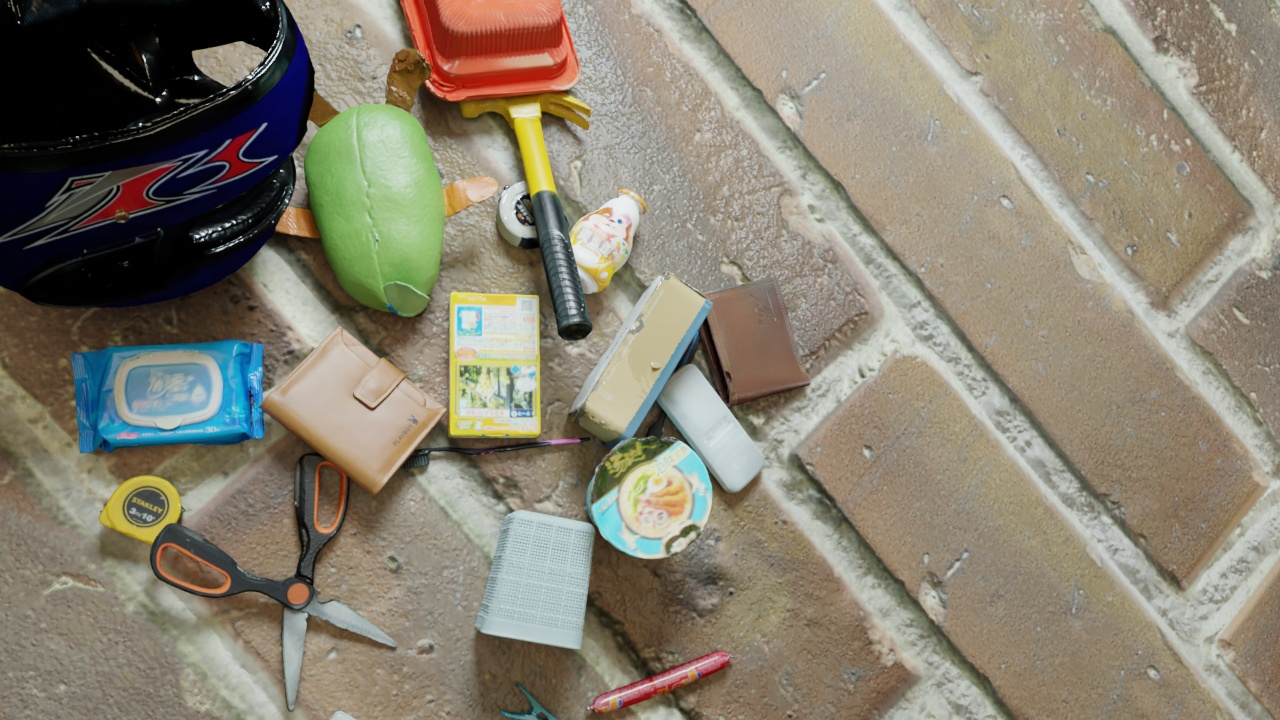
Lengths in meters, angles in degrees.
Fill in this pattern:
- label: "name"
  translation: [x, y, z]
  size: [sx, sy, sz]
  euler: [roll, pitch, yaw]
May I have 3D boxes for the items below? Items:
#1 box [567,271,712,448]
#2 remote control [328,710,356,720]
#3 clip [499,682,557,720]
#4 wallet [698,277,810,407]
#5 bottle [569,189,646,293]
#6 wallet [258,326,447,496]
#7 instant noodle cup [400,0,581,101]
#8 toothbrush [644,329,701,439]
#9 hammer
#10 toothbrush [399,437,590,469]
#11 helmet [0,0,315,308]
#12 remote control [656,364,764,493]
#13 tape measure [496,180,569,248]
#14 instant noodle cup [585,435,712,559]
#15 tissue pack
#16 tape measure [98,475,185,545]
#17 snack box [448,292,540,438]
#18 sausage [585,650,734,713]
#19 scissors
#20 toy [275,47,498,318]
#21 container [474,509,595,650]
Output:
- label: "box"
  translation: [-0.005, 0.005, 0.898]
  size: [0.061, 0.090, 0.184]
  euler: [32, 77, -8]
- label: "remote control"
  translation: [-0.225, 0.375, 0.817]
  size: [0.150, 0.021, 0.058]
  euler: [34, 75, -6]
- label: "clip"
  translation: [-0.101, 0.328, 0.859]
  size: [0.054, 0.013, 0.034]
  euler: [34, 76, -5]
- label: "wallet"
  translation: [0.117, -0.021, 0.959]
  size: [0.101, 0.032, 0.124]
  euler: [-16, 88, -24]
- label: "bottle"
  translation: [-0.037, -0.122, 0.922]
  size: [0.063, 0.063, 0.108]
  euler: [37, 74, -6]
- label: "wallet"
  translation: [-0.261, 0.045, 0.844]
  size: [0.132, 0.031, 0.107]
  euler: [40, 60, -5]
- label: "instant noodle cup"
  translation: [-0.150, -0.354, 0.913]
  size: [0.164, 0.079, 0.188]
  euler: [-13, 75, -18]
- label: "toothbrush"
  translation: [0.042, 0.009, 0.949]
  size: [0.014, 0.016, 0.189]
  euler: [26, 73, -7]
- label: "hammer"
  translation: [-0.091, -0.154, 0.883]
  size: [0.128, 0.033, 0.300]
  euler: [-8, 63, -13]
- label: "toothbrush"
  translation: [-0.140, 0.088, 0.889]
  size: [0.189, 0.014, 0.018]
  euler: [-4, 92, -15]
- label: "helmet"
  translation: [-0.405, -0.166, 0.741]
  size: [0.315, 0.241, 0.247]
  euler: [-10, 64, -6]
- label: "remote control"
  translation: [0.071, 0.069, 0.933]
  size: [0.055, 0.020, 0.136]
  euler: [-41, 99, -25]
- label: "tape measure"
  translation: [-0.112, -0.147, 0.924]
  size: [0.066, 0.034, 0.065]
  euler: [-19, 84, -18]
- label: "instant noodle cup"
  translation: [-0.003, 0.130, 0.860]
  size: [0.111, 0.121, 0.111]
  euler: [3, 79, -13]
- label: "tissue pack"
  translation: [-0.415, 0.030, 0.809]
  size: [0.157, 0.052, 0.095]
  euler: [-3, 82, -14]
- label: "tape measure"
  translation: [-0.433, 0.129, 0.801]
  size: [0.060, 0.029, 0.057]
  euler: [32, 70, -25]
- label: "snack box"
  translation: [-0.142, 0.005, 0.892]
  size: [0.087, 0.034, 0.140]
  euler: [0, 79, -14]
- label: "sausage"
  translation: [0.021, 0.313, 0.889]
  size: [0.155, 0.020, 0.020]
  euler: [-15, 85, -16]
- label: "scissors"
  translation: [-0.316, 0.189, 0.820]
  size: [0.234, 0.022, 0.220]
  euler: [23, 72, -18]
- label: "toy"
  translation: [-0.248, -0.157, 0.862]
  size: [0.227, 0.090, 0.246]
  euler: [-9, 90, 5]
- label: "container"
  translation: [-0.094, 0.200, 0.844]
  size: [0.090, 0.090, 0.111]
  euler: [14, 75, -12]
